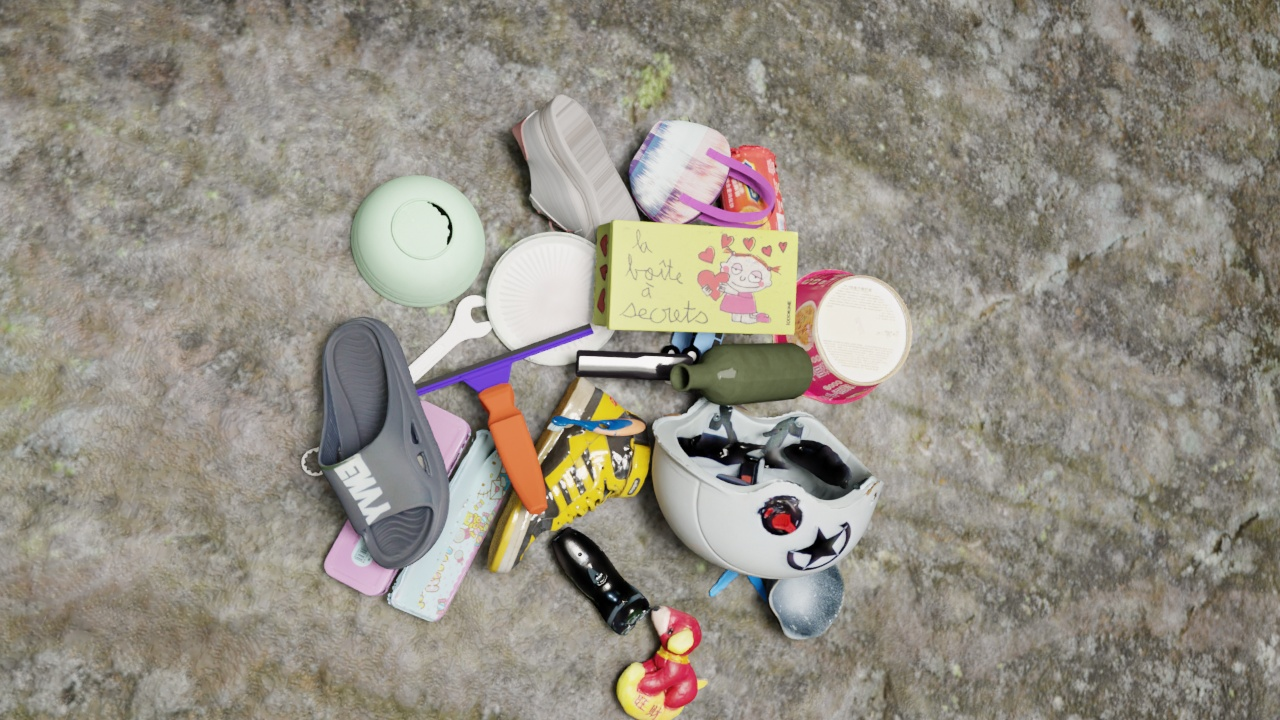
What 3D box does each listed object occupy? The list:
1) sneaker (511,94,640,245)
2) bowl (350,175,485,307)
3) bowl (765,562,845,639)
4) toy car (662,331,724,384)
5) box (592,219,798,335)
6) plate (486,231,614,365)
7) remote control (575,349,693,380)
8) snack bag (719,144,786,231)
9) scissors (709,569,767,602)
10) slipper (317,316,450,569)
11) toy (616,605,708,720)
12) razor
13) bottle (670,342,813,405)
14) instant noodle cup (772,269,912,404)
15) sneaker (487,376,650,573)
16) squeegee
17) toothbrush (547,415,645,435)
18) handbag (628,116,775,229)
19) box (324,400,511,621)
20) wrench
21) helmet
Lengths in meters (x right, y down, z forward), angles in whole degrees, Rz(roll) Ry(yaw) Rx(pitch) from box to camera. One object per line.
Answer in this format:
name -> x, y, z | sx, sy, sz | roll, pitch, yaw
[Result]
sneaker -> -0.078, -0.187, 1.073 | 0.099, 0.090, 0.236 | -51, 124, -48
bowl -> -0.242, -0.137, 1.012 | 0.150, 0.077, 0.151 | 1, 86, -17
bowl -> 0.192, 0.280, 1.119 | 0.110, 0.055, 0.110 | -1, 93, -27
toy car -> 0.072, -0.041, 1.111 | 0.054, 0.056, 0.153 | 18, 85, -30
box -> 0.060, -0.090, 1.028 | 0.220, 0.082, 0.124 | 3, 92, -20
plate -> -0.098, -0.071, 1.055 | 0.157, 0.014, 0.157 | -2, 108, -6
remote control -> -0.006, 0.006, 1.047 | 0.136, 0.015, 0.032 | 2, 93, -17
snack bag -> 0.142, -0.180, 1.141 | 0.082, 0.082, 0.176 | -8, 88, -18
scissors -> 0.128, 0.243, 1.128 | 0.125, 0.014, 0.130 | -43, 98, -16
slipper -> -0.274, 0.080, 0.938 | 0.111, 0.083, 0.268 | -19, 81, 14
toy -> 0.033, 0.360, 1.065 | 0.105, 0.067, 0.137 | 24, 87, -21
razor -> -0.046, 0.250, 1.045 | 0.053, 0.064, 0.140 | -43, 100, -18
bottle -> 0.116, 0.016, 1.068 | 0.206, 0.072, 0.071 | -2, 85, -45
instant noodle cup -> 0.265, -0.035, 1.163 | 0.178, 0.078, 0.178 | 2, 84, -18
sneaker -> -0.073, 0.146, 1.032 | 0.122, 0.086, 0.238 | 28, 74, -9
squeegee -> -0.138, 0.081, 0.978 | 0.249, 0.055, 0.184 | -20, 61, -9
toothbrush -> -0.045, 0.070, 0.987 | 0.134, 0.017, 0.021 | 7, 49, -44
handbag -> 0.079, -0.209, 1.087 | 0.170, 0.068, 0.144 | 26, 76, 16
box -> -0.231, 0.165, 1.006 | 0.149, 0.051, 0.214 | 30, 77, -16
wrench -> -0.267, 0.027, 1.023 | 0.273, 0.009, 0.047 | -45, 99, -16
helmet -> 0.126, 0.156, 1.037 | 0.263, 0.236, 0.164 | 7, 109, -23
